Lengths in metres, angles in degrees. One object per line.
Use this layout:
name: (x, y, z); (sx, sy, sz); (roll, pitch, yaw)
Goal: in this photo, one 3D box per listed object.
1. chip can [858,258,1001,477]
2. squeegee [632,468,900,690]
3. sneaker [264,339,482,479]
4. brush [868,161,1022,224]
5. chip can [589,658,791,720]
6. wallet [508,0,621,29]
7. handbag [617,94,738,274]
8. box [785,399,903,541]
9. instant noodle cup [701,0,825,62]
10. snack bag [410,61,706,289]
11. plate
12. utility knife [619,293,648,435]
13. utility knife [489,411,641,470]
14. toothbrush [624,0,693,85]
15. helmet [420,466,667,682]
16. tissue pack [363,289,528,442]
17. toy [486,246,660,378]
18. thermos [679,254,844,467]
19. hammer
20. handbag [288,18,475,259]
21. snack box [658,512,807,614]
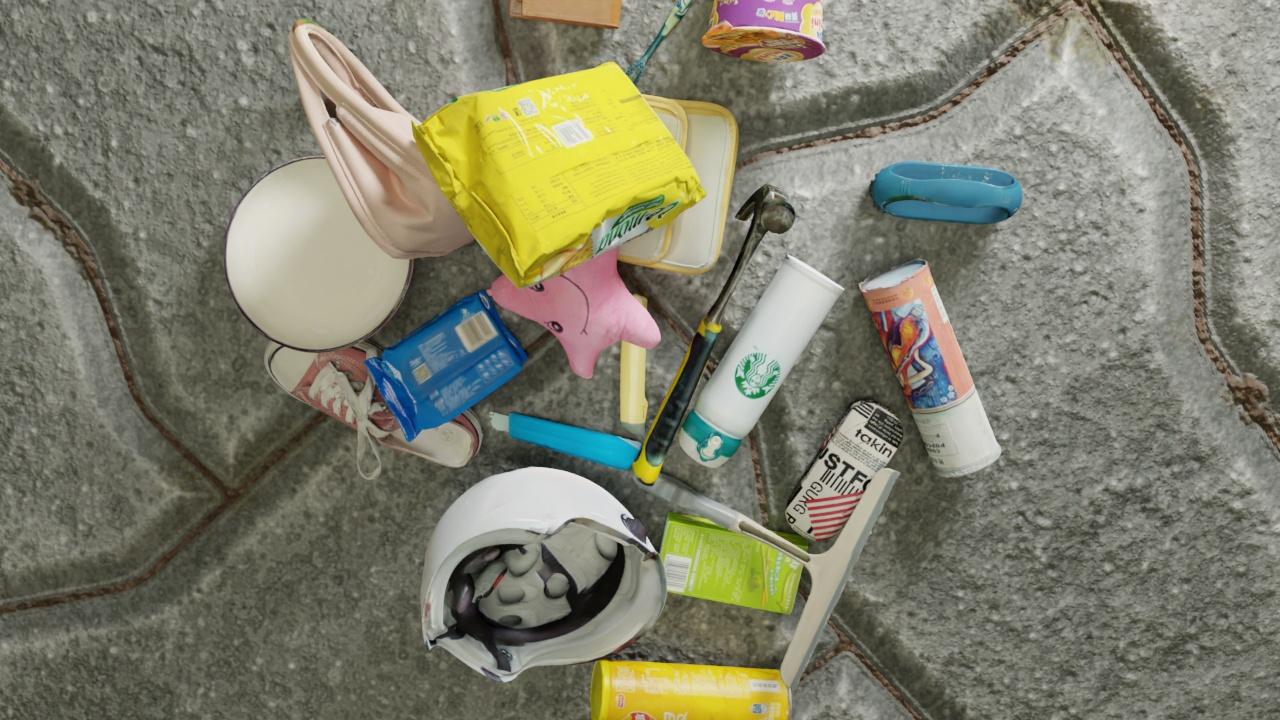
chip can: (0.292, 0.008, 0.923); (0.071, 0.071, 0.215); (-24, 103, 7)
squeegee: (0.103, 0.174, 0.964); (0.247, 0.039, 0.246); (25, 94, 14)
sneaker: (-0.275, 0.043, 0.934); (0.241, 0.087, 0.118); (30, 104, -8)
brush: (0.294, -0.160, 0.877); (0.144, 0.073, 0.055); (5, 100, 0)
chip can: (0.054, 0.368, 1.006); (0.213, 0.072, 0.072); (6, 105, -11)
wallet: (-0.072, -0.380, 0.845); (0.119, 0.035, 0.131); (6, 103, -1)
handbag: (0.000, -0.174, 0.889); (0.179, 0.063, 0.163); (9, 103, 2)
box: (0.212, 0.118, 0.959); (0.074, 0.064, 0.164); (23, 104, -21)
instant noodle cup: (0.116, -0.329, 0.822); (0.111, 0.111, 0.099); (7, 97, -1)
snack bag: (-0.060, -0.167, 0.768); (0.158, 0.245, 0.068); (54, 136, 4)
plate: (-0.311, -0.103, 0.905); (0.192, 0.039, 0.192); (0, 89, 6)
utility knife: (-0.006, 0.006, 0.957); (0.031, 0.018, 0.152); (1, 107, -4)
utility knife: (-0.082, 0.083, 0.978); (0.166, 0.018, 0.034); (15, 92, -2)
toothbrush: (0.040, -0.334, 0.864); (0.016, 0.018, 0.192); (36, 103, -8)
helmet: (-0.105, 0.202, 0.937); (0.258, 0.145, 0.229); (26, 115, -39)
tissue pack: (-0.191, 0.003, 0.910); (0.156, 0.052, 0.095); (-38, 105, -33)
toy: (-0.072, -0.064, 0.906); (0.179, 0.074, 0.195); (-1, 121, 27)
thermos: (0.116, 0.006, 0.925); (0.073, 0.073, 0.224); (30, 103, -7)
hammer: (0.065, -0.022, 0.905); (0.032, 0.126, 0.324); (21, 111, -6)
handbag: (-0.232, -0.205, 0.825); (0.093, 0.193, 0.234); (-39, 91, 8)
snack box: (0.098, 0.223, 1.007); (0.156, 0.026, 0.086); (10, 105, -1)
